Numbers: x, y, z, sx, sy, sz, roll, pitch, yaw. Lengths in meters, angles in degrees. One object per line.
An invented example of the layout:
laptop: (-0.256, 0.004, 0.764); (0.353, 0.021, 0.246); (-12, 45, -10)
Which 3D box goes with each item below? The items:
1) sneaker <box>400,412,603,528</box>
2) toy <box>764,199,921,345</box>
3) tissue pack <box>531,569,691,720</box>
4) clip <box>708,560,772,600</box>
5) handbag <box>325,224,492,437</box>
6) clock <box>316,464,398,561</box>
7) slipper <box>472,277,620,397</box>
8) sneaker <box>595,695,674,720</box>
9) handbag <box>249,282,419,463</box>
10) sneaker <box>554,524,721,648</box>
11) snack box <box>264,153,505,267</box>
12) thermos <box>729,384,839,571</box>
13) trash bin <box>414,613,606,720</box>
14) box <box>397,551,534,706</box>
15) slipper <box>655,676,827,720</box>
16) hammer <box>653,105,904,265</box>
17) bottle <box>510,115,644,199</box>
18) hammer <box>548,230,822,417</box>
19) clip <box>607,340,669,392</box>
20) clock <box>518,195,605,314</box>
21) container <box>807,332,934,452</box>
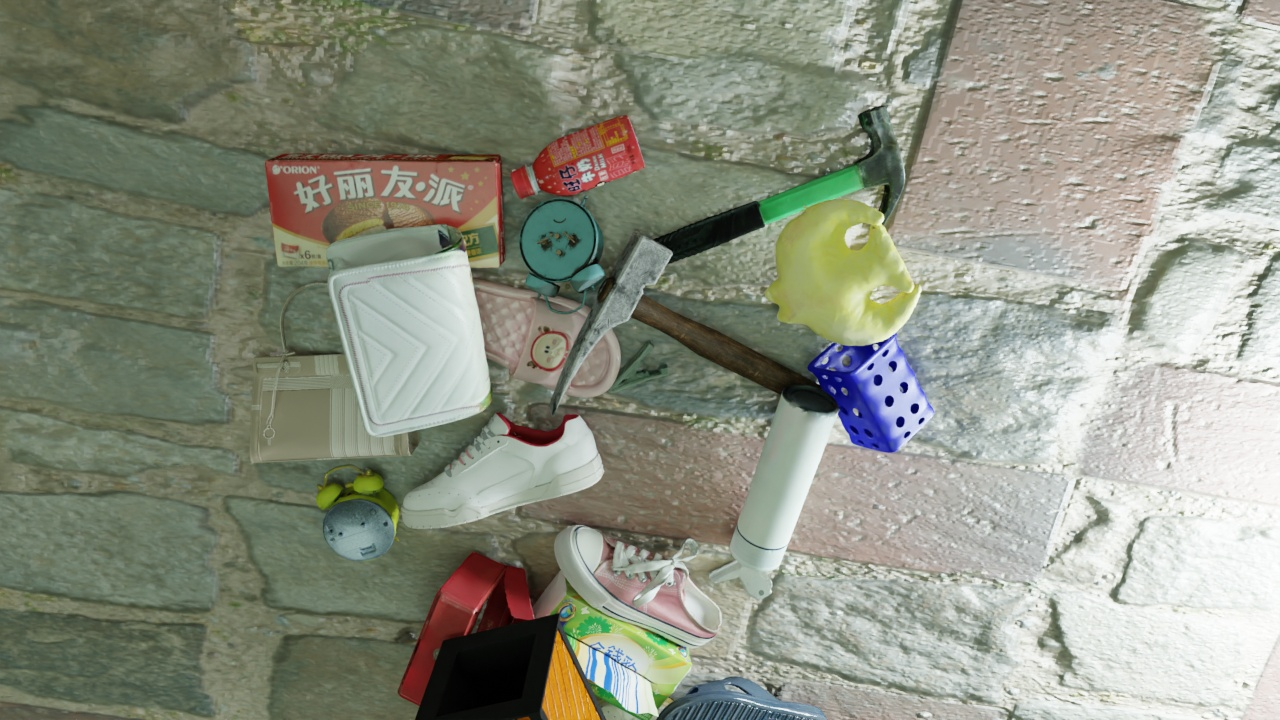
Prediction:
sneaker: (-0.168, 0.115, 1.056); (0.236, 0.090, 0.104); (-15, 99, 3)
toy: (0.208, -0.089, 0.985); (0.155, 0.064, 0.170); (-23, 106, 29)
tissue pack: (-0.040, 0.359, 1.107); (0.197, 0.141, 0.120); (27, 104, -11)
clip: (0.142, 0.270, 1.146); (0.102, 0.043, 0.054); (-27, 95, 6)
handbag: (-0.235, -0.033, 0.948); (0.141, 0.096, 0.199); (-12, 121, -15)
clock: (-0.331, 0.177, 1.077); (0.083, 0.057, 0.119); (-18, 108, 3)
slipper: (-0.126, -0.028, 1.024); (0.221, 0.055, 0.107); (21, 103, -9)
sneaker: (-0.060, 0.494, 1.170); (0.241, 0.102, 0.089); (-13, 108, 0)
handbag: (-0.350, 0.011, 1.033); (0.175, 0.062, 0.198); (-2, 100, -3)
sneaker: (0.011, 0.262, 1.102); (0.241, 0.118, 0.088); (33, 123, -17)
snack box: (-0.264, -0.159, 0.971); (0.236, 0.060, 0.113); (0, 109, -4)
thermos: (0.164, 0.140, 1.066); (0.068, 0.067, 0.230); (10, 118, -6)
trash bin: (-0.129, 0.395, 0.975); (0.140, 0.139, 0.172); (-16, 113, 11)
box: (-0.210, 0.326, 1.097); (0.127, 0.137, 0.157); (16, 106, -15)
slipper: (0.126, 0.453, 1.187); (0.263, 0.082, 0.101); (16, 108, -29)
hammer: (0.134, -0.161, 1.009); (0.319, 0.032, 0.130); (-20, 108, 4)
bottle: (-0.068, -0.207, 0.966); (0.137, 0.062, 0.062); (-20, 108, 4)
hammer: (0.066, 0.018, 1.034); (0.300, 0.037, 0.218); (26, 100, -20)
clip: (-0.007, 0.015, 1.062); (0.076, 0.023, 0.061); (-32, 105, 5)
clock: (-0.080, -0.111, 0.980); (0.090, 0.053, 0.124); (-4, 88, 19)
container: (0.263, 0.033, 1.041); (0.084, 0.085, 0.113); (-39, 109, -18)
